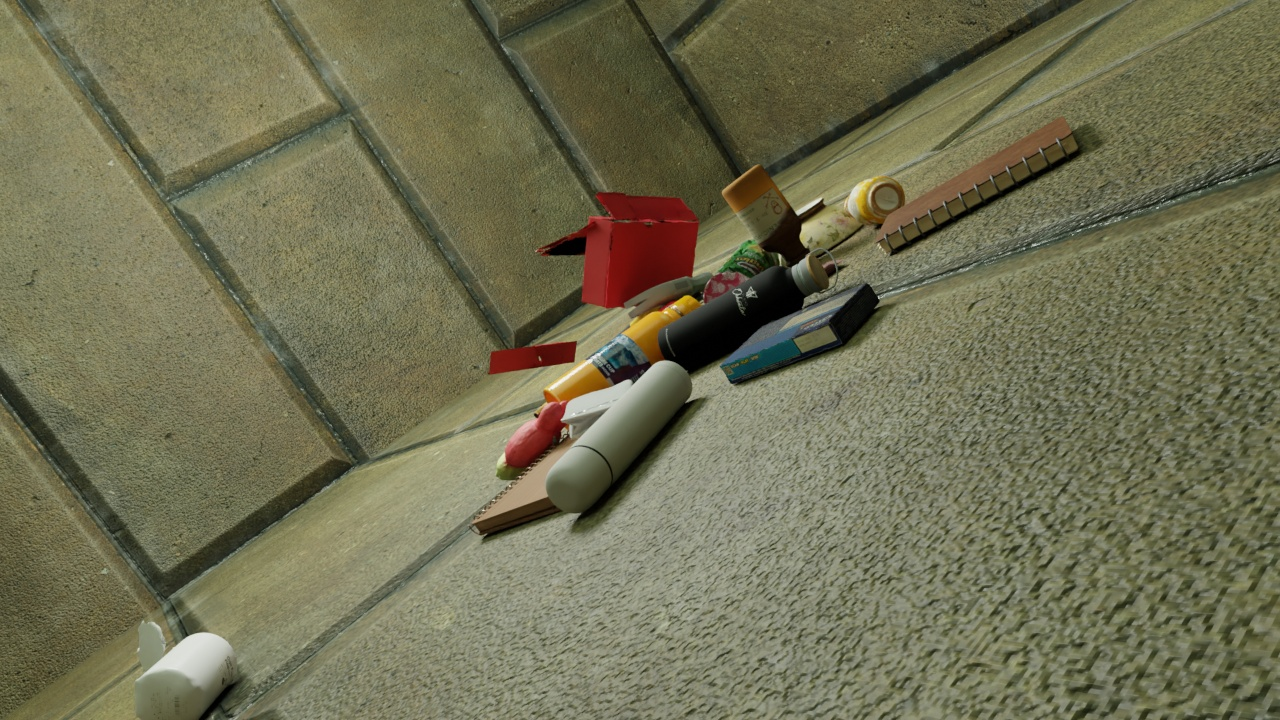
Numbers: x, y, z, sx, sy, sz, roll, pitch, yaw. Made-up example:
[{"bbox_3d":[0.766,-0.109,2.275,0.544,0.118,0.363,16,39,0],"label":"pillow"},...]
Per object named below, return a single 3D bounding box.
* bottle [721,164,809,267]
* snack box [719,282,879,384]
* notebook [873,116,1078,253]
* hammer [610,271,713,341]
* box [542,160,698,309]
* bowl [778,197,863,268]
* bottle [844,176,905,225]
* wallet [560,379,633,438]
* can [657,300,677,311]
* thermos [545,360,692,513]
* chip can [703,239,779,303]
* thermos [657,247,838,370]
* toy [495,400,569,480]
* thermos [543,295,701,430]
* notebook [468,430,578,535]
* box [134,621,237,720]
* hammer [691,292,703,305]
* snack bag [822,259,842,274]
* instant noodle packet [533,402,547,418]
[{"bbox_3d":[0.186,-0.193,1.289,0.068,0.157,0.068,-37,7,5],"label":"bottle"},{"bbox_3d":[0.151,-0.024,0.886,0.082,0.027,0.151,-42,10,-37],"label":"snack box"},{"bbox_3d":[0.377,-0.197,1.039,0.226,0.024,0.167,-29,8,28],"label":"notebook"},{"bbox_3d":[-0.011,-0.048,1.435,0.126,0.029,0.325,-16,-14,-31],"label":"hammer"},{"bbox_3d":[-0.039,-0.331,1.407,0.141,0.511,0.214,-6,3,40],"label":"box"},{"bbox_3d":[0.257,-0.197,1.366,0.145,0.063,0.145,-32,9,5],"label":"bowl"},{"bbox_3d":[0.314,-0.215,1.250,0.063,0.063,0.109,-34,8,-6],"label":"bottle"},{"bbox_3d":[-0.043,0.056,1.019,0.086,0.032,0.116,-20,8,6],"label":"wallet"},{"bbox_3d":[0.033,-0.036,1.283,0.104,0.064,0.064,-36,8,-16],"label":"can"},{"bbox_3d":[-0.018,0.071,0.890,0.052,0.052,0.223,-27,10,37],"label":"thermos"},{"bbox_3d":[0.146,-0.115,1.281,0.076,0.075,0.222,-30,8,23],"label":"chip can"},{"bbox_3d":[0.127,-0.060,1.067,0.232,0.061,0.061,-29,9,31],"label":"thermos"},{"bbox_3d":[-0.128,0.098,1.107,0.135,0.045,0.091,-51,-11,28],"label":"toy"},{"bbox_3d":[-0.007,0.007,1.187,0.232,0.091,0.076,-36,-32,-17],"label":"thermos"},{"bbox_3d":[-0.074,0.109,0.997,0.170,0.022,0.209,-25,11,42],"label":"notebook"},{"bbox_3d":[-0.536,0.351,1.033,0.143,0.083,0.137,0,9,2],"label":"box"},{"bbox_3d":[0.084,-0.079,1.466,0.132,0.033,0.330,-33,9,-1],"label":"hammer"},{"bbox_3d":[0.181,-0.081,1.150,0.158,0.013,0.057,-34,6,-5],"label":"snack bag"},{"bbox_3d":[-0.095,0.046,1.390,0.099,0.039,0.135,-27,12,34],"label":"instant noodle packet"}]
